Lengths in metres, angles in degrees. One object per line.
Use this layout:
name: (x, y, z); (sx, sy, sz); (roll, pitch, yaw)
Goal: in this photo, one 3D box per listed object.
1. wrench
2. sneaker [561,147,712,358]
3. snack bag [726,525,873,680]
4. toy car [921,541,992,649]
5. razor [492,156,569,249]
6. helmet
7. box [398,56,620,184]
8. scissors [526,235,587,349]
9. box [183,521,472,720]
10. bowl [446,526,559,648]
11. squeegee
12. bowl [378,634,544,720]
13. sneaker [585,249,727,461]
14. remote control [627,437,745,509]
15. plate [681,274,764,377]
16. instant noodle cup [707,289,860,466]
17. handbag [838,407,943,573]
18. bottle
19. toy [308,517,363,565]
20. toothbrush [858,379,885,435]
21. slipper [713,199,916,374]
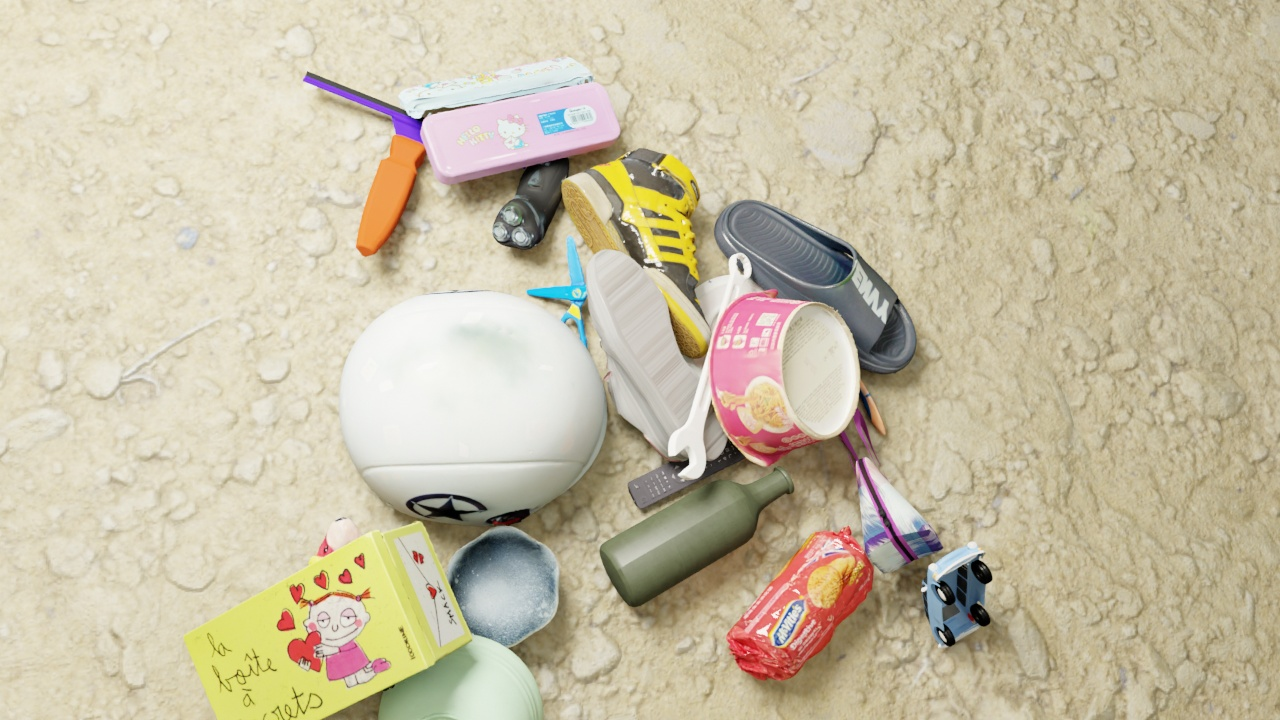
wrench: (0.075, -0.003, 0.931); (0.047, 0.009, 0.272); (41, 52, -32)
sneaker: (0.028, -0.123, 0.991); (0.122, 0.086, 0.238); (-35, 86, -20)
snack bag: (0.163, 0.247, 0.918); (0.082, 0.082, 0.176); (44, 73, 3)
toy car: (0.315, 0.234, 0.924); (0.056, 0.153, 0.054); (-27, 44, -8)
razor: (-0.115, -0.181, 0.991); (0.053, 0.064, 0.140); (13, 61, 10)
helmet: (-0.152, 0.035, 0.873); (0.264, 0.164, 0.236); (2, 75, -11)
box: (-0.142, -0.273, 0.998); (0.213, 0.051, 0.149); (-19, 61, -21)
scissors: (-0.063, -0.070, 0.970); (0.130, 0.013, 0.125); (-9, 93, 17)
box: (-0.269, 0.238, 0.783); (0.221, 0.082, 0.124); (-27, 81, 15)
bowl: (-0.133, 0.218, 0.880); (0.110, 0.055, 0.110); (3, 74, -10)
squeegee: (-0.261, -0.185, 0.968); (0.249, 0.055, 0.184); (20, 56, -13)
bowl: (-0.165, 0.327, 0.808); (0.151, 0.077, 0.151); (0, 95, 2)
sneaker: (-0.005, 0.005, 0.931); (0.099, 0.090, 0.236); (-36, 100, -47)
remote control: (0.051, 0.114, 0.965); (0.136, 0.015, 0.032); (-24, 80, -13)
plate: (0.114, -0.024, 1.016); (0.157, 0.014, 0.156); (3, 74, -10)
instant noodle cup: (0.156, 0.013, 0.936); (0.178, 0.078, 0.178); (8, 79, -44)
handbag: (0.242, 0.124, 0.951); (0.068, 0.144, 0.169); (-27, 55, 14)
bottle: (0.062, 0.168, 0.923); (0.206, 0.072, 0.071); (-27, 81, -16)
toy: (-0.250, 0.215, 0.851); (0.137, 0.067, 0.106); (40, 108, 20)
toothbrush: (0.240, 0.023, 1.025); (0.017, 0.021, 0.135); (-30, 79, 1)
slipper: (0.206, -0.099, 1.013); (0.268, 0.083, 0.110); (38, 59, 4)
